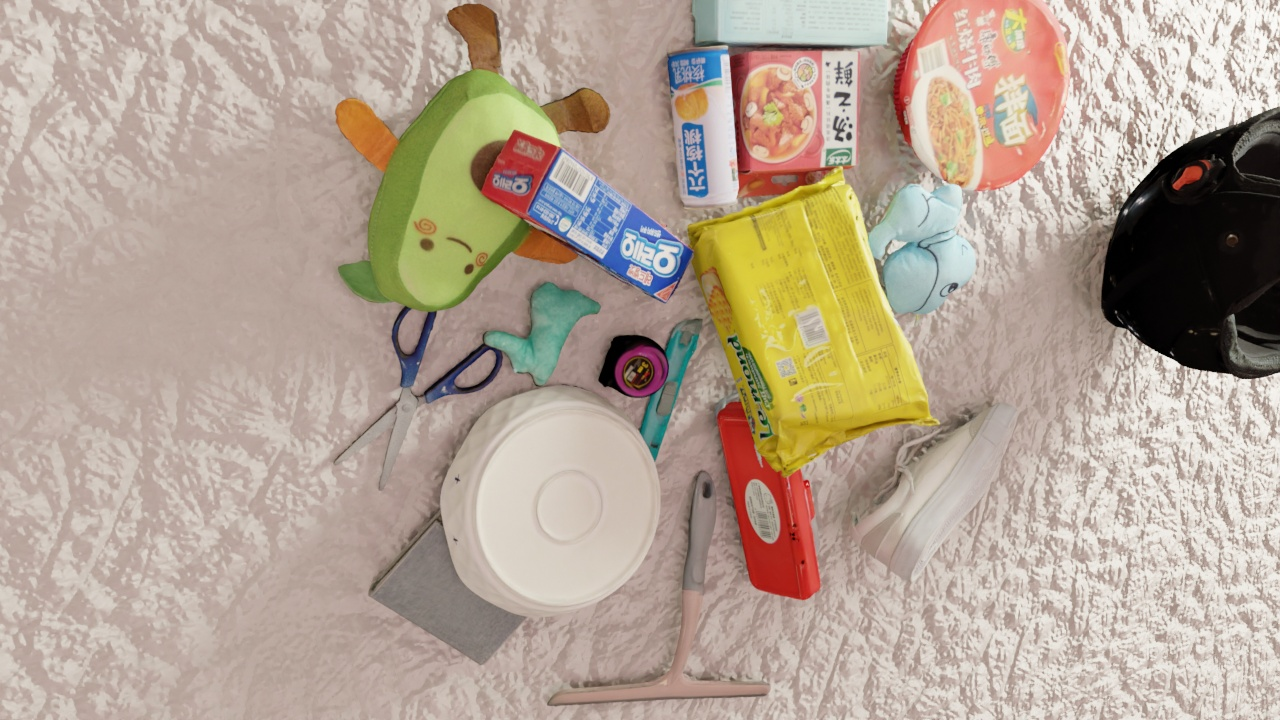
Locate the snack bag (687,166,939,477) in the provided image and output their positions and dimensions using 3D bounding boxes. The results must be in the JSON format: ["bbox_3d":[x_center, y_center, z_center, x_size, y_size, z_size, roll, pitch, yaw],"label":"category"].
[{"bbox_3d":[0.147,-0.036,0.806,0.158,0.068,0.246,-18,81,-4],"label":"snack bag"}]

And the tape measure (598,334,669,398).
[{"bbox_3d":[-0.005,0.005,0.833,0.058,0.039,0.057,16,96,-19],"label":"tape measure"}]

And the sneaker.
[{"bbox_3d":[0.307,0.122,0.967,0.241,0.091,0.090,-42,145,-27],"label":"sneaker"}]

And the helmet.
[{"bbox_3d":[0.605,-0.119,0.938,0.233,0.230,0.274,14,87,-32],"label":"helmet"}]

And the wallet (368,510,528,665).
[{"bbox_3d":[-0.158,0.201,0.821,0.129,0.037,0.106,41,94,-22],"label":"wallet"}]

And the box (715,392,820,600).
[{"bbox_3d":[0.138,0.122,0.905,0.098,0.095,0.201,-29,112,-44],"label":"box"}]

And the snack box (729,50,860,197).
[{"bbox_3d":[0.141,-0.214,0.835,0.113,0.044,0.127,-8,105,-19],"label":"snack box"}]

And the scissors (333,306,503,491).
[{"bbox_3d":[-0.193,0.024,0.779,0.162,0.012,0.163,-19,109,-16],"label":"scissors"}]

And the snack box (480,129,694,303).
[{"bbox_3d":[-0.033,-0.108,0.735,0.207,0.058,0.057,27,91,-55],"label":"snack box"}]

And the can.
[{"bbox_3d":[0.055,-0.202,0.800,0.053,0.053,0.135,-11,106,-19],"label":"can"}]

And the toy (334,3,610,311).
[{"bbox_3d":[-0.133,-0.143,0.721,0.227,0.090,0.246,30,86,-30],"label":"toy"}]

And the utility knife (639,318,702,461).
[{"bbox_3d":[0.020,0.047,0.866,0.029,0.013,0.187,16,97,-16],"label":"utility knife"}]

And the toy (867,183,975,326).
[{"bbox_3d":[0.277,-0.101,0.897,0.161,0.050,0.157,-7,130,-27],"label":"toy"}]

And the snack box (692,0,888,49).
[{"bbox_3d":[0.133,-0.315,0.805,0.174,0.051,0.074,-6,105,-19],"label":"snack box"}]

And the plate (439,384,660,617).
[{"bbox_3d":[-0.070,0.125,0.805,0.204,0.046,0.205,0,91,-26],"label":"plate"}]

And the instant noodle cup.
[{"bbox_3d":[0.314,-0.261,0.880,0.193,0.066,0.194,-5,104,-21],"label":"instant noodle cup"}]

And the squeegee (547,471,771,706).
[{"bbox_3d":[0.047,0.233,0.907,0.247,0.040,0.250,6,99,-22],"label":"squeegee"}]

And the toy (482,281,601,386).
[{"bbox_3d":[-0.087,-0.024,0.798,0.096,0.030,0.092,19,93,-33],"label":"toy"}]
